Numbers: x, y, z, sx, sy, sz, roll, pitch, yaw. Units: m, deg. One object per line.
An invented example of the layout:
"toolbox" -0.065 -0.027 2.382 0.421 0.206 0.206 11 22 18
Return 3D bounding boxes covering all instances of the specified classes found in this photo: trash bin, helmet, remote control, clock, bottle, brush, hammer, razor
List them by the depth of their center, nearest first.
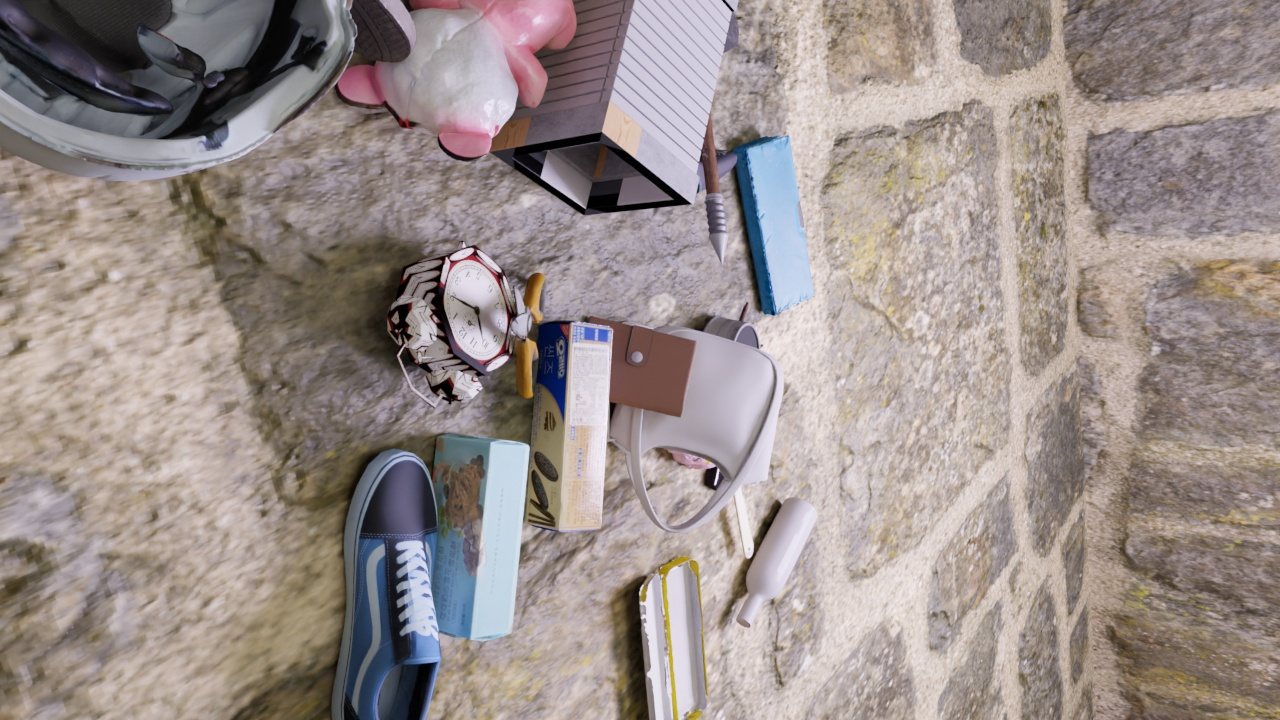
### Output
"helmet" -0.305 -0.230 0.535 0.236 0.164 0.263 43 61 -39
"clock" -0.170 -0.026 0.788 0.115 0.065 0.154 62 33 -33
"trash bin" -0.020 -0.291 0.904 0.142 0.143 0.246 27 70 -48
"hammer" 0.074 -0.269 1.053 0.155 0.043 0.322 4 77 -51
"razor" 0.076 -0.232 1.109 0.142 0.047 0.052 -37 143 -47
"clock" 0.105 0.007 1.141 0.147 0.056 0.104 -63 144 -34
"brush" 0.124 0.159 1.181 0.033 0.012 0.218 -33 118 -46
"remote control" 0.110 0.099 1.183 0.032 0.015 0.136 31 68 -47
"bottle" 0.181 0.277 1.249 0.194 0.053 0.052 -54 130 -34

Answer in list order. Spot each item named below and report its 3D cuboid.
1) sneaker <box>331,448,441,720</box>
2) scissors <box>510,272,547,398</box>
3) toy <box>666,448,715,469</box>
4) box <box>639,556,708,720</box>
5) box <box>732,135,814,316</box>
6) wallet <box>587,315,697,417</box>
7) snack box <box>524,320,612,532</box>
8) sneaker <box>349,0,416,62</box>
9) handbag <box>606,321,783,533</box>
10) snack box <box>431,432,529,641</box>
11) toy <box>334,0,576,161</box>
"sneaker" -0.188 0.197 0.752 0.083 0.098 0.241 12 82 -51
"scissors" -0.103 -0.019 0.818 0.225 0.016 0.162 -92 -171 -82
"toy" 0.078 0.100 1.110 0.102 0.050 0.093 -21 137 -11
"box" 0.037 0.348 1.090 0.129 0.039 0.210 -19 107 -58
"box" 0.183 -0.182 1.236 0.092 0.049 0.232 -30 114 -45
"wallet" -0.006 0.006 0.974 0.013 0.121 0.087 114 -11 -76
"snack box" -0.072 0.065 0.920 0.056 0.057 0.206 6 85 -41
"sneaker" -0.231 -0.335 0.665 0.235 0.095 0.119 46 59 -20
"handbag" 0.045 0.079 1.027 0.215 0.096 0.222 17 82 -9
"snack box" -0.149 0.155 0.819 0.053 0.075 0.174 11 83 -50
"toy" -0.145 -0.265 0.776 0.142 0.084 0.212 34 64 -6
